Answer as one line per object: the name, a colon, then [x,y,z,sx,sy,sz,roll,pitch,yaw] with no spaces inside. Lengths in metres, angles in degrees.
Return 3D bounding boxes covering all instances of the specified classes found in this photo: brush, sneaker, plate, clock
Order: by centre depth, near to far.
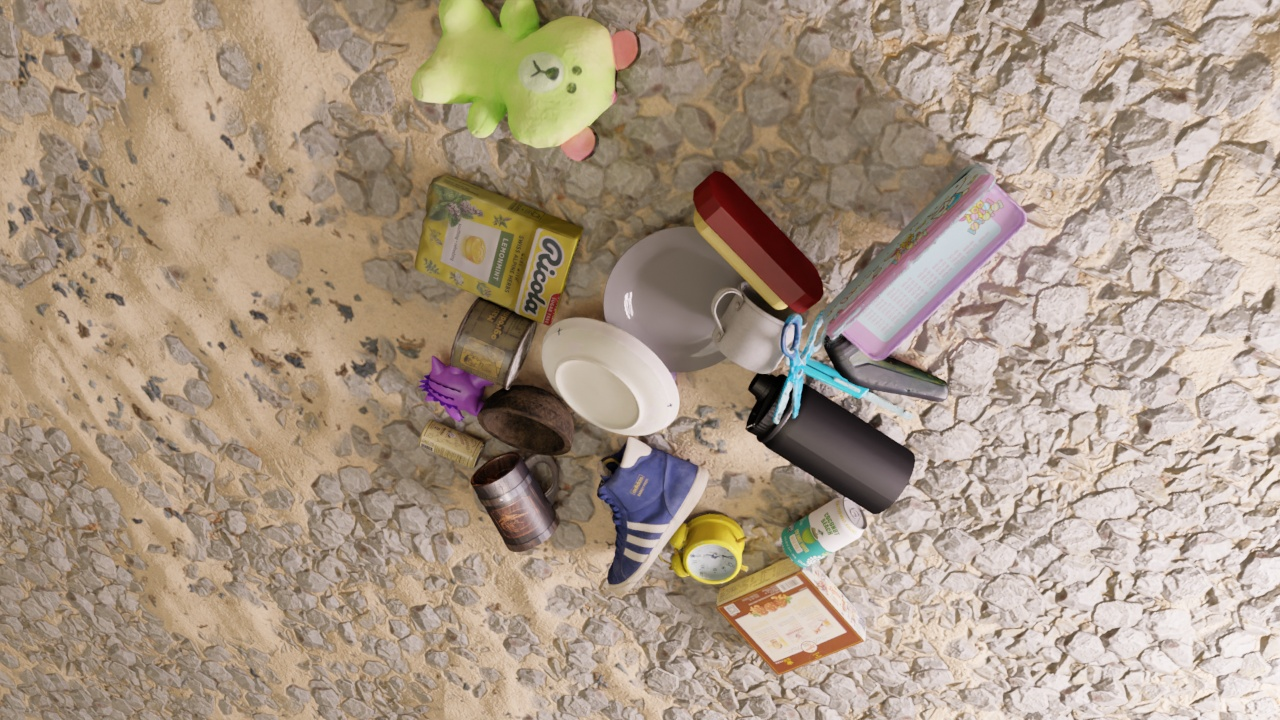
brush: [0.118,-0.118,0.956,0.173,0.082,0.042,44,120,-12]
plate: [0.047,-0.067,1.027,0.178,0.012,0.179,-2,118,-4]
plate: [-0.043,0.030,1.076,0.182,0.034,0.183,21,141,17]
sneaker: [-0.025,0.198,1.174,0.118,0.091,0.234,30,122,-9]
clock: [0.081,0.245,1.194,0.119,0.057,0.083,0,120,7]

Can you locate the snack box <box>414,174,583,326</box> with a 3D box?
snack box: [-0.167,-0.126,1.047,0.181,0.045,0.121,22,122,0]

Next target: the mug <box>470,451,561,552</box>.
mug: [-0.150,0.177,1.212,0.115,0.080,0.107,-28,111,-3]

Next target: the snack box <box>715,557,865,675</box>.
snack box: [0.201,0.341,1.230,0.143,0.041,0.147,-33,107,28]

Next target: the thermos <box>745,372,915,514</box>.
thermos: [0.207,0.088,1.053,0.198,0.085,0.086,32,122,-5]

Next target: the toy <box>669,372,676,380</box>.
toy: [-0.006,0.006,1.090,0.100,0.036,0.080,-3,124,15]

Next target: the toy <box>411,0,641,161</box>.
toy: [-0.115,-0.285,0.914,0.197,0.107,0.150,21,100,-9]

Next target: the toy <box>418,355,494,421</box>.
toy: [-0.230,0.036,1.153,0.088,0.055,0.106,22,124,6]

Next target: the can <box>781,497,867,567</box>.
can: [0.227,0.213,1.140,0.055,0.054,0.102,44,120,-13]

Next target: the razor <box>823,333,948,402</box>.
razor: [0.273,0.005,1.013,0.151,0.053,0.067,19,110,-4]

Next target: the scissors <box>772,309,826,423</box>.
scissors: [0.160,0.005,0.962,0.013,0.118,0.140,25,92,34]

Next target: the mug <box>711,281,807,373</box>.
mug: [0.116,-0.039,0.988,0.113,0.084,0.071,14,120,-30]

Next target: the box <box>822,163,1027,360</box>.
box: [0.283,-0.086,0.905,0.090,0.091,0.215,39,110,-9]

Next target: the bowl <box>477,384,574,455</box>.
bowl: [-0.135,0.066,1.137,0.121,0.056,0.121,14,152,7]

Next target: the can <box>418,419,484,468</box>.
can: [-0.249,0.111,1.212,0.079,0.038,0.038,23,123,0]

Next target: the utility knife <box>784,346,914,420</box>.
utility knife: [0.241,0.027,1.052,0.167,0.015,0.022,25,93,-2]

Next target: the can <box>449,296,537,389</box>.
can: [-0.174,-0.021,1.085,0.074,0.089,0.090,23,123,1]
